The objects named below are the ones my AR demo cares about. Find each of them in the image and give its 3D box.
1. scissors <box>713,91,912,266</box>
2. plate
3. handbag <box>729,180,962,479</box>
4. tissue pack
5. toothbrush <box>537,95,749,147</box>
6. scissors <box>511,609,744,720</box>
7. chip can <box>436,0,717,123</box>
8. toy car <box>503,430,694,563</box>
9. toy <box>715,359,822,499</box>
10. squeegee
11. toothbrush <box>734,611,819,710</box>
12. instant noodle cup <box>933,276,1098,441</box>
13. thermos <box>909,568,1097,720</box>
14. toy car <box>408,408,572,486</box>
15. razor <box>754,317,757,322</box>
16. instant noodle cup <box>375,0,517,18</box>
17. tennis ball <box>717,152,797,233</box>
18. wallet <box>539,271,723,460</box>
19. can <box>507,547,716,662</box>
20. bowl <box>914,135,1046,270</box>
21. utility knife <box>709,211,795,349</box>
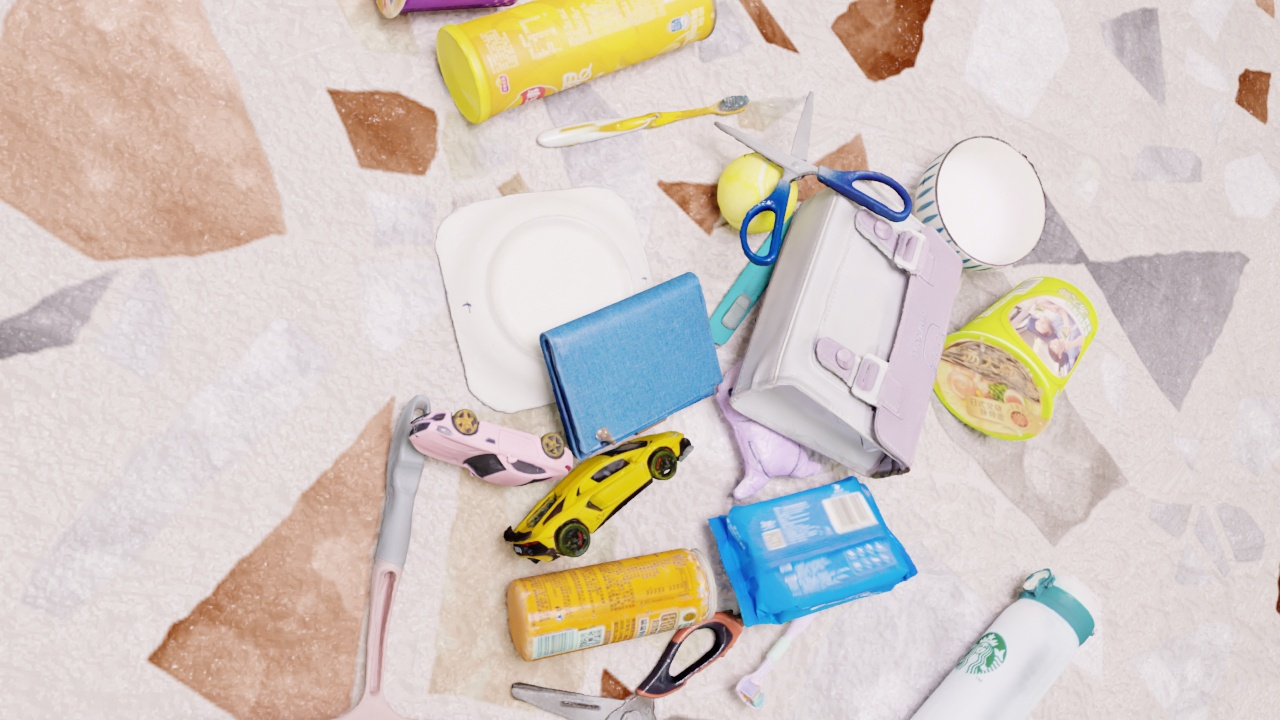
[{"bbox_3d":[0.127,-0.140,0.702,0.162,0.012,0.172,13,64,9],"label":"scissors"},{"bbox_3d":[-0.062,-0.052,0.695,0.163,0.034,0.164,-14,88,-20],"label":"plate"},{"bbox_3d":[0.171,-0.026,0.719,0.145,0.099,0.196,30,65,-19],"label":"handbag"},{"bbox_3d":[0.133,0.150,0.720,0.157,0.052,0.095,-10,58,-22],"label":"tissue pack"},{"bbox_3d":[0.007,-0.196,0.745,0.191,0.018,0.016,-16,87,-21],"label":"toothbrush"},{"bbox_3d":[0.012,0.267,0.695,0.226,0.015,0.189,-40,98,-19],"label":"scissors"},{"bbox_3d":[-0.046,-0.251,0.704,0.213,0.072,0.072,-27,93,-21],"label":"chip can"},{"bbox_3d":[-0.030,0.094,0.670,0.155,0.071,0.041,-35,100,-22],"label":"toy car"},{"bbox_3d":[0.095,0.051,0.736,0.083,0.039,0.108,-16,89,-25],"label":"toy"},{"bbox_3d":[-0.171,0.146,0.630,0.247,0.040,0.249,14,72,-30],"label":"squeegee"},{"bbox_3d":[0.140,0.199,0.739,0.188,0.021,0.029,-44,105,-26],"label":"toothbrush"},{"bbox_3d":[0.334,-0.010,0.801,0.123,0.112,0.111,-38,97,-28],"label":"instant noodle cup"},{"bbox_3d":[0.299,0.269,0.771,0.223,0.073,0.073,-39,97,-20],"label":"thermos"},{"bbox_3d":[-0.104,0.065,0.641,0.122,0.056,0.037,21,59,-36],"label":"toy car"},{"bbox_3d":[0.157,-0.042,0.780,0.142,0.022,0.042,-27,87,-26],"label":"razor"},{"bbox_3d":[-0.137,-0.304,0.663,0.099,0.112,0.111,-8,86,-28],"label":"instant noodle cup"},{"bbox_3d":[0.095,-0.136,0.745,0.065,0.066,0.065,2,83,-20],"label":"tennis ball"},{"bbox_3d":[-0.004,0.004,0.681,0.132,0.040,0.106,-25,115,-24],"label":"wallet"},{"bbox_3d":[-0.021,0.176,0.670,0.145,0.058,0.058,-6,86,-21],"label":"can"},{"bbox_3d":[0.292,-0.133,0.816,0.116,0.066,0.116,3,82,-19],"label":"bowl"},{"bbox_3d":[0.081,-0.045,0.757,0.029,0.013,0.222,41,72,-12],"label":"utility knife"}]
